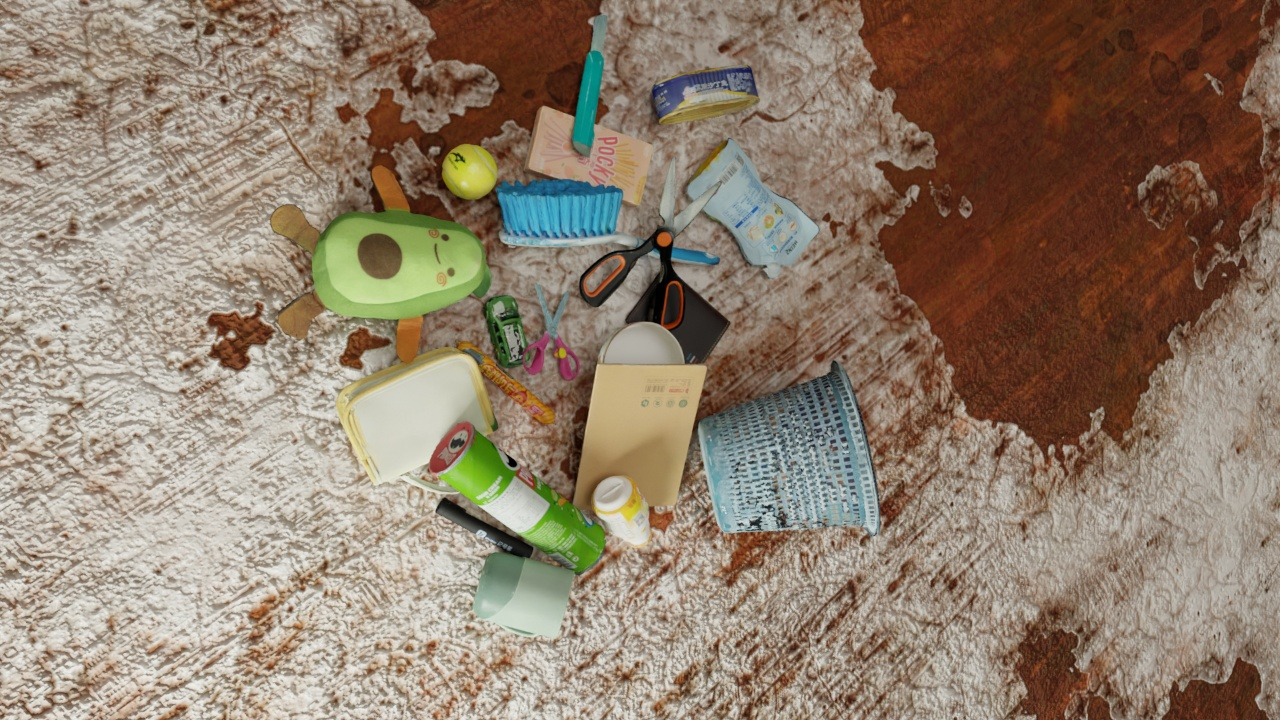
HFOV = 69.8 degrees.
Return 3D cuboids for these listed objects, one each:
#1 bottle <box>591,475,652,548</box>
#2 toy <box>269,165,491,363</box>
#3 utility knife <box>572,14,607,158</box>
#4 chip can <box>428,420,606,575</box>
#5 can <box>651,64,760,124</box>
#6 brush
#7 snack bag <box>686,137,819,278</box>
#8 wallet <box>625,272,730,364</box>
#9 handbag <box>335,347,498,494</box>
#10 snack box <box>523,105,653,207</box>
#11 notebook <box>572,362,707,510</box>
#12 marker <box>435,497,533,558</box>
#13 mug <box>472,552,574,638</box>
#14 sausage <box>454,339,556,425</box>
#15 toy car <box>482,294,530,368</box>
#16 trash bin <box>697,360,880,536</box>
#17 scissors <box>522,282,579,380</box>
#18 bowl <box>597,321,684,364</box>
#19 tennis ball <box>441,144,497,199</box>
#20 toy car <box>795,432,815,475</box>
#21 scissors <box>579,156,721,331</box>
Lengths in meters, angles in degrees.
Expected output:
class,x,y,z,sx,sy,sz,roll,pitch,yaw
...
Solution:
class,x,y,z,sx,sy,sz,roll,pitch,yaw
bottle,-0.019,0.194,1.158,0.063,0.063,0.108,-43,135,-17
toy,-0.289,-0.109,1.046,0.246,0.090,0.227,-7,95,-21
utility knife,-0.061,-0.353,1.168,0.029,0.013,0.209,14,73,-20
chip can,-0.141,0.168,1.089,0.236,0.072,0.072,43,74,-29
can,0.087,-0.351,1.213,0.148,0.075,0.049,-16,93,-22
brush,-0.032,-0.170,1.169,0.314,0.060,0.110,-4,120,-21
snack bag,0.155,-0.205,1.260,0.191,0.039,0.110,44,69,-18
wallet,0.051,-0.052,1.226,0.122,0.020,0.096,39,76,-15
handbag,-0.254,0.087,1.083,0.163,0.063,0.179,-25,114,-21
snack box,-0.065,-0.259,1.174,0.157,0.026,0.084,14,84,-22
notebook,-0.003,0.098,1.158,0.147,0.008,0.208,1,116,-23
marker,-0.190,0.207,1.123,0.132,0.020,0.022,33,48,-18
mug,-0.144,0.289,1.105,0.106,0.082,0.112,15,125,-4
sausage,-0.165,0.028,1.132,0.165,0.021,0.021,41,75,-17
toy car,-0.163,-0.036,1.128,0.043,0.036,0.091,-17,92,-21
trash bin,0.181,0.128,1.172,0.195,0.226,0.226,-12,94,5
scissors,-0.114,-0.031,1.140,0.128,0.017,0.133,-33,111,-47
bowl,-0.007,0.007,1.176,0.113,0.062,0.113,-1,92,-24
tennis ball,-0.204,-0.225,1.095,0.065,0.065,0.065,0,89,-23
toy car,0.234,0.144,1.291,0.056,0.037,0.122,-19,84,-20
scissors,0.022,-0.133,1.164,0.221,0.021,0.222,-27,114,0
